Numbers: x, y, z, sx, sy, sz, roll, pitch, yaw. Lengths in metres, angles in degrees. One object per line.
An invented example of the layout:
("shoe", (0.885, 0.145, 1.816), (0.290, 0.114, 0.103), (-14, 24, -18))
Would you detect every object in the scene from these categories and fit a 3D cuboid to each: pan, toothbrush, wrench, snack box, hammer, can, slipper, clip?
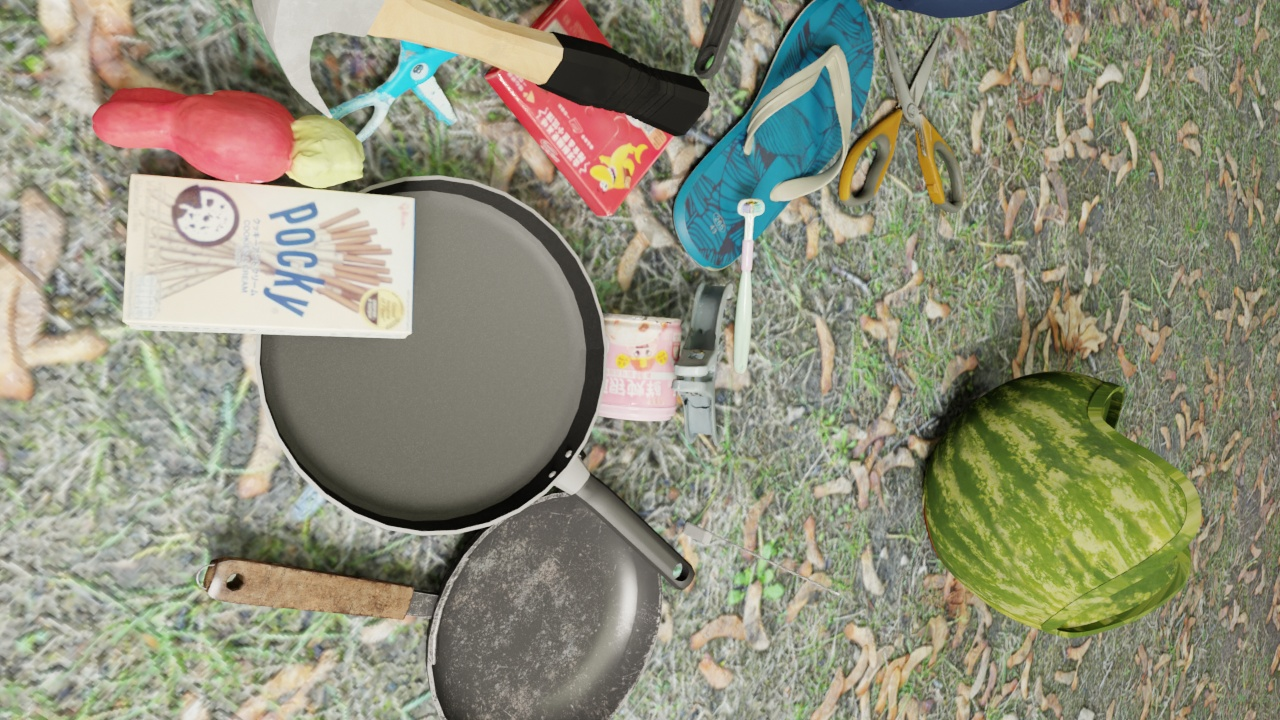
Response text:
("pan", (-0.127, 0.172, 0.637), (0.356, 0.040, 0.207), (22, 83, -37))
("toothbrush", (0.088, -0.059, 0.765), (0.022, 0.015, 0.155), (0, 116, -2))
("toothbrush", (0.088, 0.155, 0.710), (0.010, 0.182, 0.010), (25, 83, -32))
("pan", (-0.085, 0.041, 0.612), (0.356, 0.034, 0.225), (46, 69, -21))
("wrench", (0.097, -0.353, 0.726), (0.018, 0.073, 0.273), (19, 91, -38))
("snack box", (-0.204, -0.056, 0.517), (0.150, 0.026, 0.082), (1, 85, -21))
("hammer", (-0.069, -0.186, 0.555), (0.327, 0.039, 0.131), (-1, 142, -50))
("can", (-0.004, 0.004, 0.689), (0.067, 0.067, 0.076), (2, 94, -38))
("slipper", (0.133, -0.193, 0.776), (0.294, 0.060, 0.118), (-53, 127, -19))
("snack box", (-0.040, -0.182, 0.664), (0.089, 0.021, 0.133), (-54, 124, -19))
("clip", (0.054, -0.002, 0.727), (0.165, 0.032, 0.165), (79, 18, -51))

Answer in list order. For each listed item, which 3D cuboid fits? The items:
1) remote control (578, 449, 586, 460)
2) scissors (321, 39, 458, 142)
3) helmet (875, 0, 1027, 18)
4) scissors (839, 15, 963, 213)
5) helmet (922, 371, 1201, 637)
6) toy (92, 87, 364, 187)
("remote control", (-0.087, 0.034, 0.666), (0.030, 0.009, 0.140), (-49, 123, -22))
("scissors", (-0.142, -0.179, 0.547), (0.134, 0.011, 0.140), (-31, 156, -15))
("helmet", (0.247, -0.389, 0.721), (0.271, 0.223, 0.232), (-29, 102, -71))
("scissors", (0.266, -0.219, 0.902), (0.230, 0.016, 0.225), (40, 71, -34))
("helmet", (0.409, 0.139, 0.925), (0.243, 0.246, 0.213), (-30, 143, 12))
("toy", (-0.217, -0.121, 0.494), (0.135, 0.091, 0.045), (6, 111, -24))
